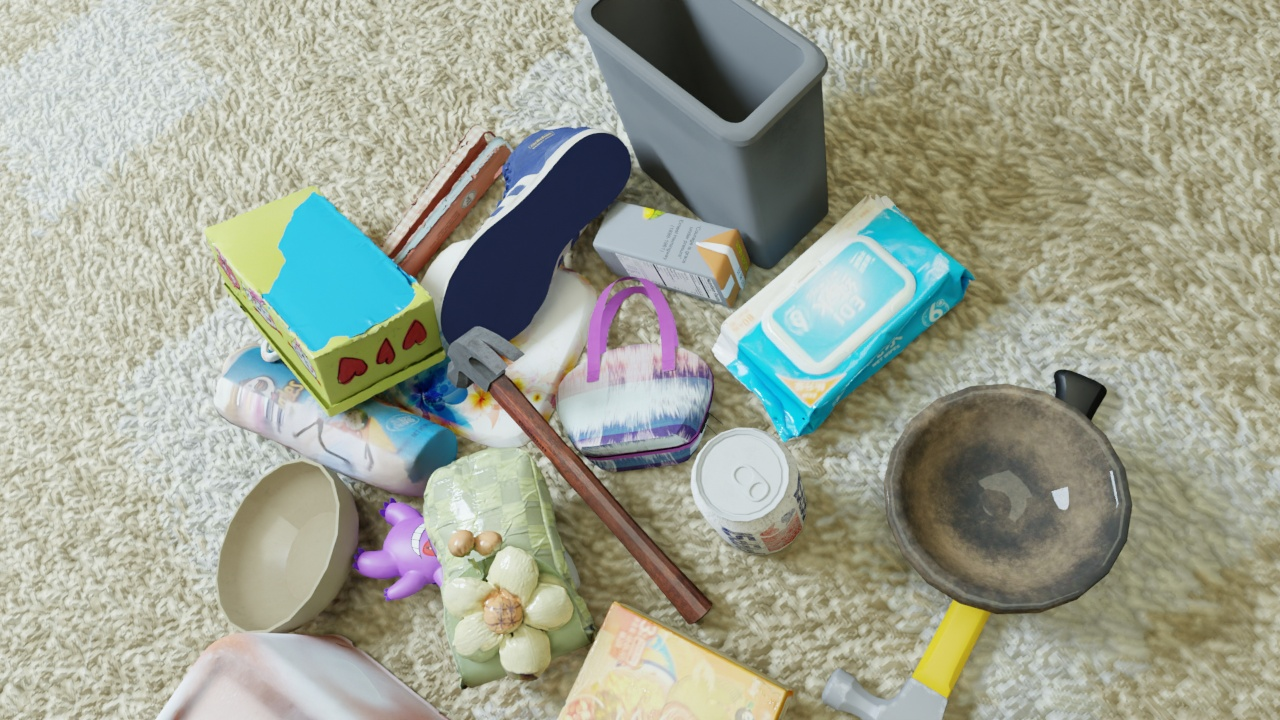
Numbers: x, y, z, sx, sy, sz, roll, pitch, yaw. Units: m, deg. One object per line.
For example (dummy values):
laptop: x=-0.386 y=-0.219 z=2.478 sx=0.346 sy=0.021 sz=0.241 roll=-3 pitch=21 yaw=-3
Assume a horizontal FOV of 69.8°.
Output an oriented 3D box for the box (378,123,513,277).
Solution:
box: x=-0.202 y=-0.154 z=0.909 sx=0.058 sy=0.060 sz=0.186 roll=40 pitch=82 yaw=-17

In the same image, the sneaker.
sneaker: x=-0.114 y=-0.124 z=0.842 sx=0.233 sy=0.091 sz=0.118 roll=-52 pitch=32 yaw=7

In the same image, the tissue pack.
tissue pack: x=0.164 y=-0.037 z=0.770 sx=0.209 sy=0.066 sz=0.117 roll=-42 pitch=67 yaw=-1

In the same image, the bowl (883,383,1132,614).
bowl: x=0.259 y=0.103 z=0.666 sx=0.162 sy=0.070 sz=0.162 roll=-4 pitch=69 yaw=11

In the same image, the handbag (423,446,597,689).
handbag: x=-0.112 y=0.155 z=0.705 sx=0.113 sy=0.117 sz=0.186 roll=-20 pitch=72 yaw=-1

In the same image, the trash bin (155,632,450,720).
trash bin: x=-0.237 y=0.337 z=0.684 sx=0.260 sy=0.157 sz=0.181 roll=30 pitch=80 yaw=20

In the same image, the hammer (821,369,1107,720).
hammer: x=0.272 y=0.150 z=0.699 sx=0.127 sy=0.029 sz=0.323 roll=29 pitch=79 yaw=20

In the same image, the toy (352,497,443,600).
toy: x=-0.185 y=0.165 z=0.786 sx=0.088 sy=0.056 sz=0.105 roll=3 pitch=42 yaw=16

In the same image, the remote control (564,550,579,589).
remote control: x=-0.108 y=0.197 z=0.771 sx=0.114 sy=0.028 sz=0.060 roll=-34 pitch=69 yaw=-3

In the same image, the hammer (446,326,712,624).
hammer: x=-0.051 y=0.093 z=0.747 sx=0.028 sy=0.111 sz=0.300 roll=-39 pitch=83 yaw=-26

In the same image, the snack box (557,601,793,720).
snack box: x=0.008 y=0.300 z=0.678 sx=0.145 sy=0.080 sz=0.195 roll=22 pitch=79 yaw=21

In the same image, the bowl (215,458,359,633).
bowl: x=-0.299 y=0.166 z=0.802 sx=0.153 sy=0.050 sz=0.152 roll=-16 pitch=59 yaw=28

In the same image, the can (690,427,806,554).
can: x=0.085 y=0.101 z=0.700 sx=0.078 sy=0.136 sz=0.078 roll=-4 pitch=70 yaw=12

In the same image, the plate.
plate: x=-0.147 y=-0.023 z=0.863 sx=0.187 sy=0.016 sz=0.186 roll=20 pitch=77 yaw=19

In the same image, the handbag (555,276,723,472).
handbag: x=-0.005 y=0.005 z=0.801 sx=0.145 sy=0.068 sz=0.169 roll=-8 pitch=63 yaw=12

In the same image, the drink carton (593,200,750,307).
drink carton: x=0.029 y=-0.095 z=0.818 sx=0.125 sy=0.076 sz=0.048 roll=18 pitch=76 yaw=23

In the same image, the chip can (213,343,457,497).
chip can: x=-0.281 y=0.057 z=0.838 sx=0.230 sy=0.080 sz=0.079 roll=20 pitch=77 yaw=19

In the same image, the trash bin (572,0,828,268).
trash bin: x=0.062 y=-0.202 z=0.766 sx=0.097 sy=0.220 sz=0.192 roll=-44 pitch=67 yaw=-5

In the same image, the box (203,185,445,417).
box: x=-0.288 y=-0.059 z=0.835 sx=0.124 sy=0.082 sz=0.221 roll=-33 pitch=57 yaw=-28

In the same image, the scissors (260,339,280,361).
scissors: x=-0.297 y=-0.024 z=0.869 sx=0.129 sy=0.011 sz=0.125 roll=-24 pitch=54 yaw=-33
